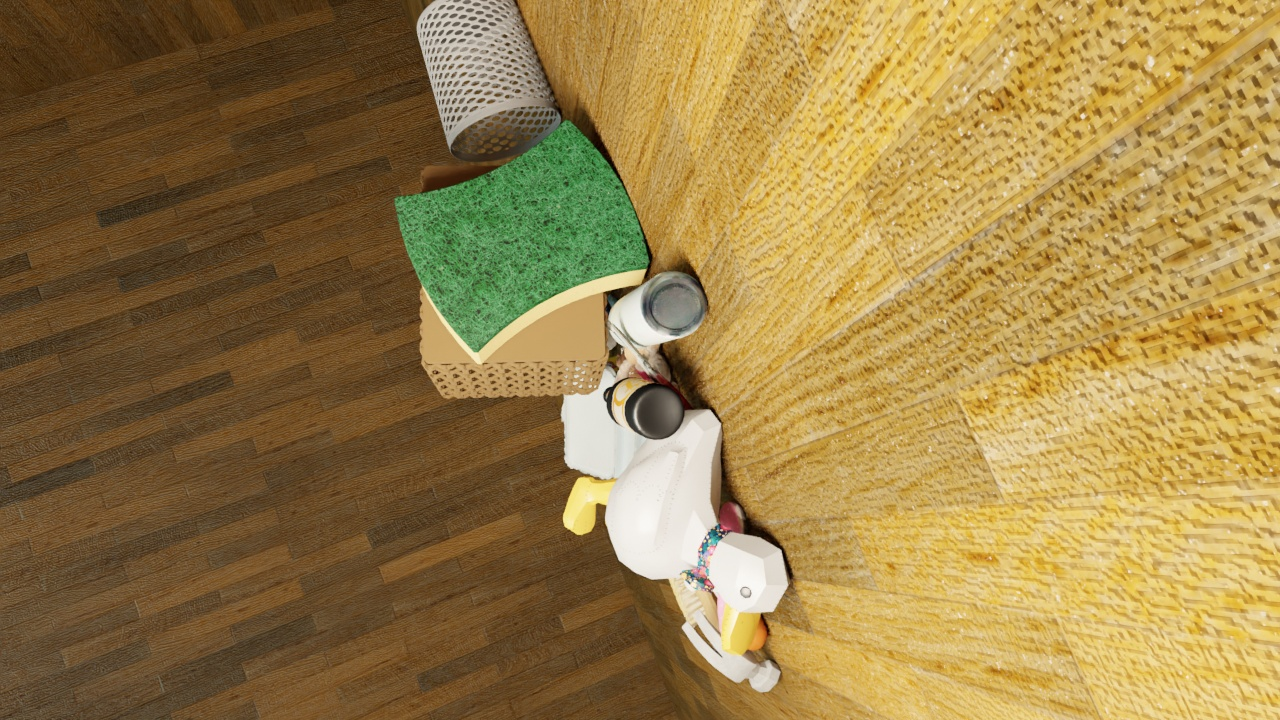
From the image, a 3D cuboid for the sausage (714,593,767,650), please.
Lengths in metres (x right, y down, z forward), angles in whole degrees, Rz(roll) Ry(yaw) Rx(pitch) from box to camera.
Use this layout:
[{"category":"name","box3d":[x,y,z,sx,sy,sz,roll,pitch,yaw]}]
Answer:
[{"category":"sausage","box3d":[0.120,0.310,1.199,0.044,0.039,0.164,-68,29,21]}]

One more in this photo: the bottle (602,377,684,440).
[{"category":"bottle","box3d":[-0.008,0.049,1.042,0.059,0.059,0.182,71,164,-10]}]

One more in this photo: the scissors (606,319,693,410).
[{"category":"scissors","box3d":[0.021,0.020,1.031,0.146,0.015,0.188,46,178,15]}]

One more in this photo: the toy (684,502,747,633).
[{"category":"toy","box3d":[0.080,0.240,1.130,0.194,0.084,0.159,7,97,62]}]

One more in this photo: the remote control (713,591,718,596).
[{"category":"remote control","box3d":[0.110,0.280,1.183,0.008,0.045,0.146,64,173,-23]}]

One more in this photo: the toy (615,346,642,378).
[{"category":"toy","box3d":[-0.008,0.007,1.285,0.101,0.041,0.055,-110,28,-53]}]

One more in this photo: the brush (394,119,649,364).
[{"category":"brush","box3d":[-0.133,-0.136,1.050,0.195,0.250,0.075,61,169,8]}]

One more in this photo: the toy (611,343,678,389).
[{"category":"toy","box3d":[0.009,0.007,1.141,0.085,0.074,0.106,11,103,43]}]

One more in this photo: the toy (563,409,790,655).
[{"category":"toy","box3d":[0.050,0.176,1.011,0.268,0.140,0.246,7,88,39]}]

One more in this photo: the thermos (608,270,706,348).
[{"category":"thermos","box3d":[0.013,-0.050,0.983,0.230,0.068,0.068,166,84,-81]}]

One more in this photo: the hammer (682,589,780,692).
[{"category":"hammer","box3d":[0.090,0.320,1.283,0.131,0.039,0.328,36,-169,-24]}]

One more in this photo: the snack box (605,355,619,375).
[{"category":"snack box","box3d":[-0.040,0.057,1.439,0.083,0.061,0.106,-90,-17,-71]}]

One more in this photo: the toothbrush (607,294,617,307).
[{"category":"toothbrush","box3d":[-0.016,-0.046,1.287,0.022,0.016,0.155,27,-158,-41]}]

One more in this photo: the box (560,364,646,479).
[{"category":"box","box3d":[-0.041,0.106,1.378,0.193,0.061,0.210,25,126,38]}]

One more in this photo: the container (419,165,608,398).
[{"category":"container","box3d":[-0.161,-0.095,1.189,0.214,0.219,0.251,115,153,-77]}]

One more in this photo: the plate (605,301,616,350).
[{"category":"plate","box3d":[-0.120,-0.096,1.372,0.016,0.186,0.186,-41,63,39]}]

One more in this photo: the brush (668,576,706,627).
[{"category":"brush","box3d":[0.054,0.295,1.479,0.083,0.056,0.271,134,116,-81]}]

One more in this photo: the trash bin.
[{"category":"trash bin","box3d":[-0.211,-0.391,1.255,0.156,0.156,0.183,125,126,-78]}]
